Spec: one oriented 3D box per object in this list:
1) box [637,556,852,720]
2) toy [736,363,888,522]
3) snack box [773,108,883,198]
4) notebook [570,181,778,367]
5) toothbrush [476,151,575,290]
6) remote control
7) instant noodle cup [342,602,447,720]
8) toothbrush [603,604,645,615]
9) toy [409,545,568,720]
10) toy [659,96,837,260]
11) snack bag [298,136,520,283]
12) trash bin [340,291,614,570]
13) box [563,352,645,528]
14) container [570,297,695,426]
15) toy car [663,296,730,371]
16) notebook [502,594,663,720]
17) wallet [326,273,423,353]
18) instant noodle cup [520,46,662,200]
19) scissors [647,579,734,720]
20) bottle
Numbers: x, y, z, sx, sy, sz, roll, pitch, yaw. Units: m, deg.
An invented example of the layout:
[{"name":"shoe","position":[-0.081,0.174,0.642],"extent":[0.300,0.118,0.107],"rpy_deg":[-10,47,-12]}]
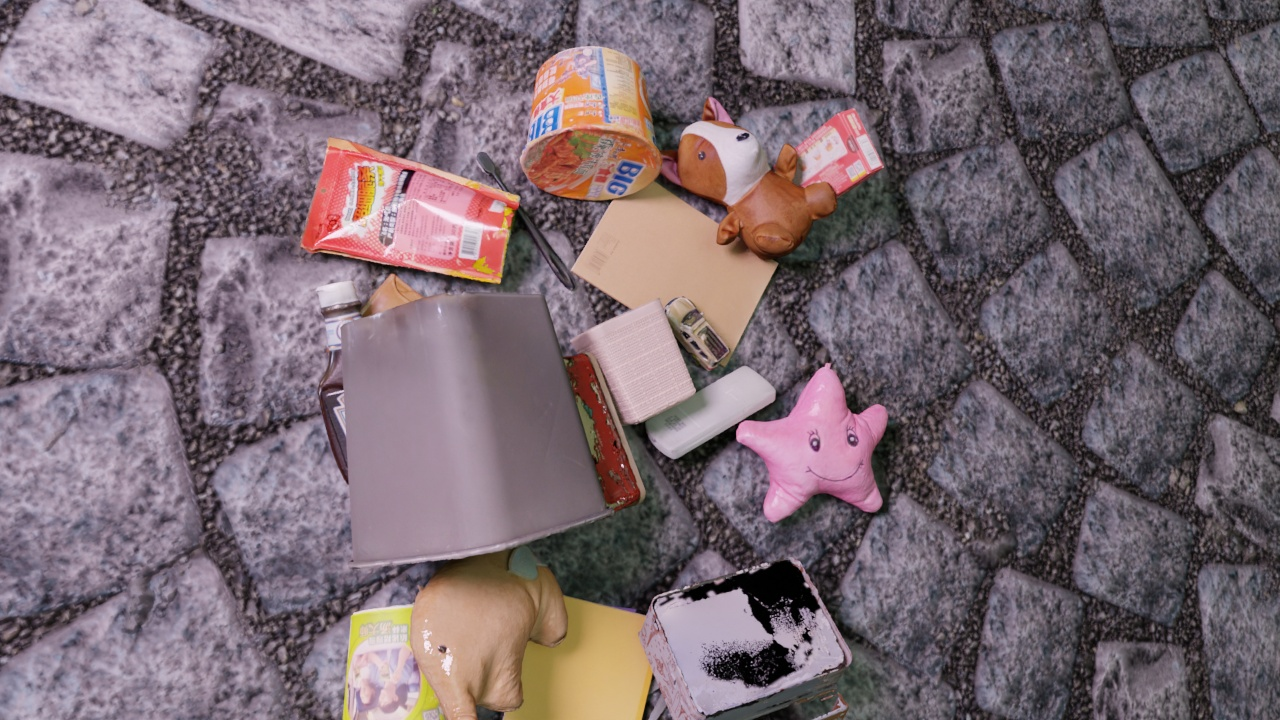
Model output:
[{"name":"box","position":[0.100,0.330,0.952],"extent":[0.180,0.206,0.158],"rpy_deg":[-14,48,-20]},{"name":"toy","position":[0.197,0.092,1.038],"extent":[0.194,0.075,0.178],"rpy_deg":[0,93,-19]},{"name":"snack box","position":[0.214,-0.224,1.064],"extent":[0.025,0.153,0.075],"rpy_deg":[-25,88,-23]},{"name":"notebook","position":[0.043,-0.108,1.064],"extent":[0.211,0.012,0.149],"rpy_deg":[32,73,-10]},{"name":"toothbrush","position":[-0.127,-0.153,1.017],"extent":[0.015,0.018,0.181],"rpy_deg":[-37,94,-21]},{"name":"remote control","position":[0.078,0.057,1.023],"extent":[0.149,0.021,0.058],"rpy_deg":[-28,45,-20]},{"name":"instant noodle cup","position":[-0.226,0.292,0.855],"extent":[0.111,0.112,0.123],"rpy_deg":[-1,72,-18]},{"name":"toothbrush","position":[-0.082,0.255,0.952],"extent":[0.189,0.017,0.014],"rpy_deg":[11,86,-17]},{"name":"toy","position":[-0.150,0.253,0.829],"extent":[0.143,0.083,0.225],"rpy_deg":[41,33,-1]},{"name":"toy","position":[0.117,-0.207,1.051],"extent":[0.199,0.131,0.140],"rpy_deg":[45,68,9]},{"name":"snack bag","position":[-0.236,-0.151,0.958],"extent":[0.207,0.073,0.128],"rpy_deg":[12,72,-10]},{"name":"trash bin","position":[-0.162,0.061,0.838],"extent":[0.198,0.199,0.219],"rpy_deg":[-5,82,-58]},{"name":"box","position":[-0.071,0.083,0.936],"extent":[0.077,0.092,0.168],"rpy_deg":[-17,84,-53]},{"name":"container","position":[-0.006,0.006,0.987],"extent":[0.090,0.090,0.111],"rpy_deg":[-25,92,-21]},{"name":"toy car","position":[0.062,-0.033,1.034],"extent":[0.042,0.035,0.090],"rpy_deg":[-41,92,-19]},{"name":"notebook","position":[-0.065,0.351,0.933],"extent":[0.145,0.010,0.206],"rpy_deg":[18,78,-16]},{"name":"wallet","position":[-0.236,-0.011,0.946],"extent":[0.132,0.031,0.107],"rpy_deg":[39,72,-9]},{"name":"instant noodle cup","position":[-0.054,-0.258,0.995],"extent":[0.151,0.152,0.111],"rpy_deg":[5,70,-17]},{"name":"scissors","position":[0.053,0.314,0.987],"extent":[0.163,0.014,0.165],"rpy_deg":[0,81,-15]},{"name":"bottle","position":[-0.276,0.021,0.897],"extent":[0.079,0.044,0.195],"rpy_deg":[-13,97,-13]}]
